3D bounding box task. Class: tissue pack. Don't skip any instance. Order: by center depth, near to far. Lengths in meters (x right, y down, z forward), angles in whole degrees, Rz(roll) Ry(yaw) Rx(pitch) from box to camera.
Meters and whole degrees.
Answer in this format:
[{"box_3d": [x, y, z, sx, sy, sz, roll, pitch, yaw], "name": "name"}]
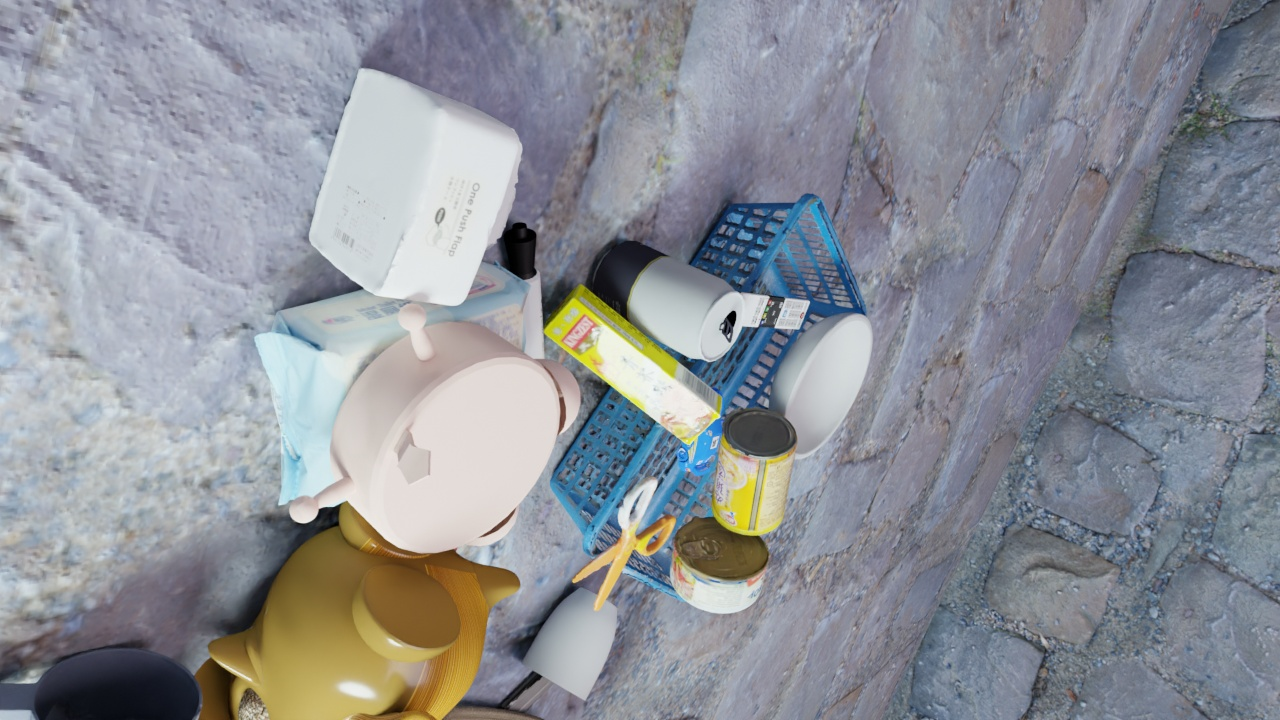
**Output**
[{"box_3d": [-0.149, 0.009, 0.572, 0.181, 0.070, 0.112, -22, 131, -42], "name": "tissue pack"}]

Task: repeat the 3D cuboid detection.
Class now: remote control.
[{"box_3d": [0.108, -0.042, 0.776, 0.124, 0.012, 0.028, 0, 114, -55], "name": "remote control"}, {"box_3d": [-0.088, 0.316, 0.944, 0.136, 0.013, 0.033, -36, 140, -31], "name": "remote control"}]

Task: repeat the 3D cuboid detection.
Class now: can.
[{"box_3d": [0.025, -0.045, 0.717, 0.064, 0.127, 0.064, -34, 139, -37], "name": "can"}, {"box_3d": [0.100, 0.099, 0.814, 0.067, 0.068, 0.105, -35, 142, -36], "name": "can"}, {"box_3d": [0.070, 0.182, 0.825, 0.086, 0.086, 0.043, -26, 134, -43], "name": "can"}]

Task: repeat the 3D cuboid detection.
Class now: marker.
[{"box_3d": [-0.084, -0.041, 0.664, 0.025, 0.025, 0.126, -33, 138, -37], "name": "marker"}]

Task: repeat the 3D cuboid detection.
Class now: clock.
[{"box_3d": [-0.102, 0.050, 0.533, 0.131, 0.086, 0.160, -60, 153, 3], "name": "clock"}]

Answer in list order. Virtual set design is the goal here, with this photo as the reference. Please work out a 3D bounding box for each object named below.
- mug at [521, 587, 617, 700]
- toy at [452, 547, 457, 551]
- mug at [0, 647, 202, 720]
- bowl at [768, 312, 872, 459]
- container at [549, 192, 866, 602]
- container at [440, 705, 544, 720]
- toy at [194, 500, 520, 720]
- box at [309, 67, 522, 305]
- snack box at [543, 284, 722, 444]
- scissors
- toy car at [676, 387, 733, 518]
[{"box_3d": [-0.060, 0.279, 0.908, 0.089, 0.071, 0.107, -60, 158, -19], "name": "mug"}, {"box_3d": [-0.152, 0.142, 0.684, 0.084, 0.046, 0.103, -57, 157, -74], "name": "toy"}, {"box_3d": [-0.318, 0.225, 0.501, 0.123, 0.084, 0.104, 12, 107, -32], "name": "mug"}, {"box_3d": [0.162, 0.018, 0.867, 0.149, 0.043, 0.150, -33, 138, -36], "name": "bowl"}, {"box_3d": [0.069, 0.035, 0.877, 0.362, 0.089, 0.257, -57, 147, -8], "name": "container"}, {"box_3d": [-0.123, 0.421, 0.824, 0.143, 0.184, 0.246, -44, 144, 3], "name": "container"}, {"box_3d": [-0.197, 0.192, 0.584, 0.162, 0.198, 0.204, 27, 113, -39], "name": "toy"}, {"box_3d": [-0.107, -0.093, 0.535, 0.136, 0.126, 0.109, 11, 106, -48], "name": "box"}, {"box_3d": [-0.004, 0.004, 0.708, 0.040, 0.148, 0.028, -46, -167, 26], "name": "snack box"}, {"box_3d": [-0.011, 0.147, 0.754, 0.125, 0.011, 0.128, -26, 133, -43], "name": "scissors"}, {"box_3d": [0.066, 0.076, 0.758, 0.033, 0.062, 0.092, -11, 123, -51], "name": "toy car"}]
